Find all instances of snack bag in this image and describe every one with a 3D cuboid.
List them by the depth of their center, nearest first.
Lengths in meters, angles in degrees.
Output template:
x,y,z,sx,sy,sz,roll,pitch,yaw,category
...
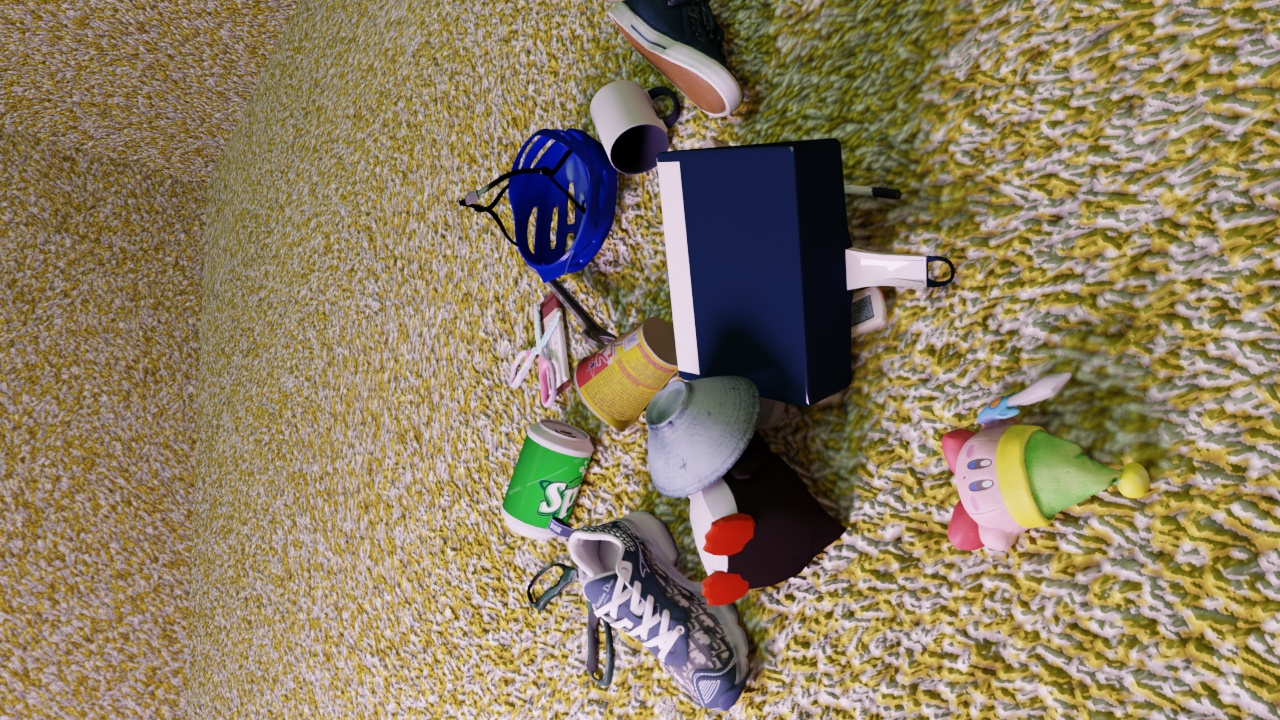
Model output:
x,y,z,sx,sy,sz,roll,pitch,yaw,category
-0.121,-0.024,1.292,0.057,0.013,0.157,-39,51,46,snack bag

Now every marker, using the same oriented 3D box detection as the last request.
x,y,z,sx,sy,sz,roll,pitch,yaw,category
0.202,-0.174,0.932,0.152,0.011,0.011,21,96,52,marker

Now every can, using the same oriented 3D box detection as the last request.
x,y,z,sx,sy,sz,roll,pitch,yaw,category
-0.120,0.152,1.178,0.088,0.087,0.140,31,104,51,can

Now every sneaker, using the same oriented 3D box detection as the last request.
x,y,z,sx,sy,sz,roll,pitch,yaw,category
0.002,0.254,0.958,0.103,0.132,0.269,-60,42,17,sneaker
0.065,-0.404,1.119,0.127,0.120,0.294,-40,44,8,sneaker

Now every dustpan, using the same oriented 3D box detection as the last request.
x,y,z,sx,sy,sz,roll,pitch,yaw,category
0.147,-0.084,0.855,0.274,0.080,0.236,12,115,47,dustpan

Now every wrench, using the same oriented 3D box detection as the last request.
x,y,z,sx,sy,sz,roll,pitch,yaw,category
-0.093,-0.076,1.231,0.010,0.070,0.273,-62,38,16,wrench

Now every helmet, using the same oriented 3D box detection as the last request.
x,y,z,sx,sy,sz,roll,pitch,yaw,category
-0.132,-0.223,1.193,0.148,0.227,0.241,-19,65,37,helmet

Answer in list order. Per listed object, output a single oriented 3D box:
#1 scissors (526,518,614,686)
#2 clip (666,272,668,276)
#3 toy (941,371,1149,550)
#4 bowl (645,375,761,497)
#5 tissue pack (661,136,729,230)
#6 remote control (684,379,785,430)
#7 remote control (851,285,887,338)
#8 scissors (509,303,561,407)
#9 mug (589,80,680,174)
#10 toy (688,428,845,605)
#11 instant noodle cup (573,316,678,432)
x,y,z,sx,sy,sz,roll,pitch,yaw,category
-0.086,0.306,1.150,0.206,0.015,0.201,-27,59,46,scissors
0.072,-0.090,1.062,0.116,0.026,0.097,17,90,52,clip
0.298,0.081,0.695,0.132,0.096,0.124,143,137,-63,toy
0.042,0.056,0.860,0.137,0.057,0.136,-38,28,24,bowl
0.082,-0.141,0.962,0.104,0.071,0.181,-46,50,32,tissue pack
0.101,0.030,0.991,0.151,0.019,0.074,10,87,53,remote control
0.189,-0.034,0.901,0.126,0.018,0.038,-27,59,44,remote control
-0.149,0.000,1.303,0.177,0.013,0.170,-43,48,47,scissors
-0.001,-0.310,1.186,0.112,0.078,0.096,-29,53,10,mug
0.101,0.123,0.902,0.184,0.140,0.159,-114,18,-50,toy
-0.006,0.006,1.068,0.113,0.100,0.100,-43,49,36,instant noodle cup
